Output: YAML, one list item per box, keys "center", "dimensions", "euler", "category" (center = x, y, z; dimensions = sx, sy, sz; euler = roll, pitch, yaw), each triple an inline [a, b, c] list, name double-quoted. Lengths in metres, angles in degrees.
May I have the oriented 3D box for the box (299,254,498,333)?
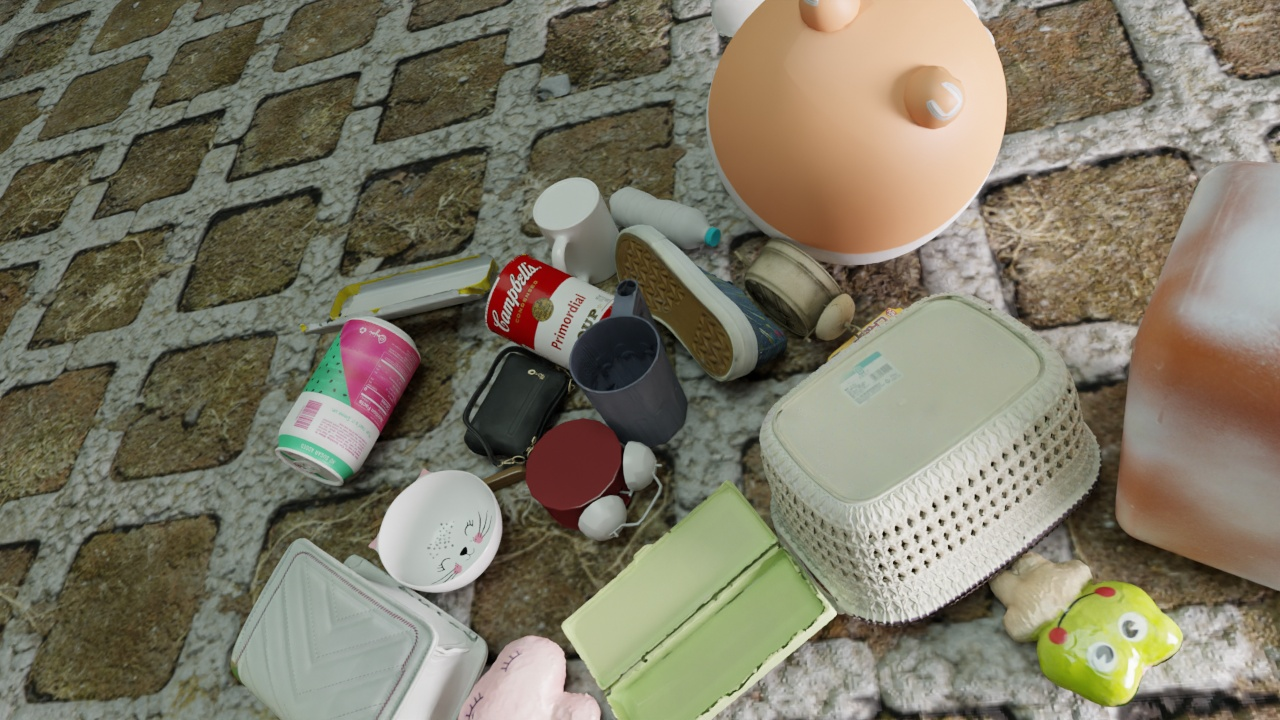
- center: [-0.269, -0.069, 1.035]
  dimensions: [0.210, 0.045, 0.128]
  euler: [-10, 21, 14]
  category: "box"

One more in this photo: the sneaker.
- center: [0.056, -0.067, 0.898]
  dimensions: [0.079, 0.088, 0.235]
  euler: [-12, 39, -29]
  category: "sneaker"

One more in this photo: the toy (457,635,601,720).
- center: [-0.085, 0.278, 0.722]
  dimensions: [0.105, 0.053, 0.108]
  euler: [27, 67, 18]
  category: "toy"

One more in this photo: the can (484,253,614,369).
- center: [-0.080, -0.043, 0.904]
  dimensions: [0.116, 0.087, 0.086]
  euler: [26, 67, 14]
  category: "can"

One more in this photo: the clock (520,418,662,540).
- center: [-0.044, 0.107, 0.826]
  dimensions: [0.138, 0.048, 0.096]
  euler: [20, 65, 32]
  category: "clock"

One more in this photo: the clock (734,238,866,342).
- center: [0.150, -0.053, 0.841]
  dimensions: [0.054, 0.093, 0.141]
  euler: [-47, 58, -6]
  category: "clock"

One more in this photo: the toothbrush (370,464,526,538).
- center: [-0.185, 0.136, 0.883]
  dimensions: [0.167, 0.016, 0.016]
  euler: [-22, 50, 6]
  category: "toothbrush"

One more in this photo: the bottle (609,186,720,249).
- center: [0.027, -0.151, 0.986]
  dimensions: [0.136, 0.044, 0.044]
  euler: [25, 68, 34]
  category: "bottle"

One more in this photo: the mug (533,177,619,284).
- center: [-0.067, -0.122, 0.973]
  dimensions: [0.074, 0.090, 0.110]
  euler: [-2, 56, 21]
  category: "mug"

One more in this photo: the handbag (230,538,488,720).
- center: [-0.239, 0.254, 0.772]
  dimensions: [0.199, 0.096, 0.142]
  euler: [22, 80, 32]
  category: "handbag"

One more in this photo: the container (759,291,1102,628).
- center: [0.209, 0.066, 0.693]
  dimensions: [0.251, 0.143, 0.184]
  euler: [-35, 42, -5]
  category: "container"

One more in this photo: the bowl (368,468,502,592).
- center: [-0.175, 0.162, 0.836]
  dimensions: [0.115, 0.051, 0.114]
  euler: [-9, 53, 12]
  category: "bowl"

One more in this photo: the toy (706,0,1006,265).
- center: [0.194, -0.226, 0.819]
  dimensions: [0.266, 0.280, 0.263]
  euler: [-45, 83, 0]
  category: "toy"

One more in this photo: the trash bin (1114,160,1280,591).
- center: [0.405, 0.017, 0.575]
  dimensions: [0.157, 0.260, 0.181]
  euler: [19, 65, 33]
  category: "trash bin"

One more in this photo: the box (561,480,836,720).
- center: [0.040, 0.200, 0.712]
  dimensions: [0.187, 0.030, 0.138]
  euler: [-43, 56, 5]
  category: "box"

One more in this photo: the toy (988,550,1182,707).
- center: [0.302, 0.179, 0.639]
  dimensions: [0.092, 0.043, 0.118]
  euler: [-41, 50, -8]
  category: "toy"

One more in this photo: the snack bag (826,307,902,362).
- center: [0.206, -0.014, 0.832]
  dimensions: [0.099, 0.020, 0.026]
  euler: [-38, 52, -7]
  category: "snack bag"

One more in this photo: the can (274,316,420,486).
- center: [-0.301, 0.040, 0.951]
  dimensions: [0.088, 0.088, 0.165]
  euler: [9, 60, 27]
  category: "can"

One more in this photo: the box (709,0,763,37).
- center: [0.134, -0.332, 1.001]
  dimensions: [0.084, 0.165, 0.094]
  euler: [-21, 39, -1]
  category: "box"

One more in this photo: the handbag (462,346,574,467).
- center: [-0.118, 0.047, 0.897]
  dimensions: [0.079, 0.054, 0.128]
  euler: [12, 59, 24]
  category: "handbag"

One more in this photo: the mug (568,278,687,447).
- center: [-0.005, 0.005, 0.848]
  dimensions: [0.084, 0.104, 0.123]
  euler: [-4, 54, 19]
  category: "mug"
